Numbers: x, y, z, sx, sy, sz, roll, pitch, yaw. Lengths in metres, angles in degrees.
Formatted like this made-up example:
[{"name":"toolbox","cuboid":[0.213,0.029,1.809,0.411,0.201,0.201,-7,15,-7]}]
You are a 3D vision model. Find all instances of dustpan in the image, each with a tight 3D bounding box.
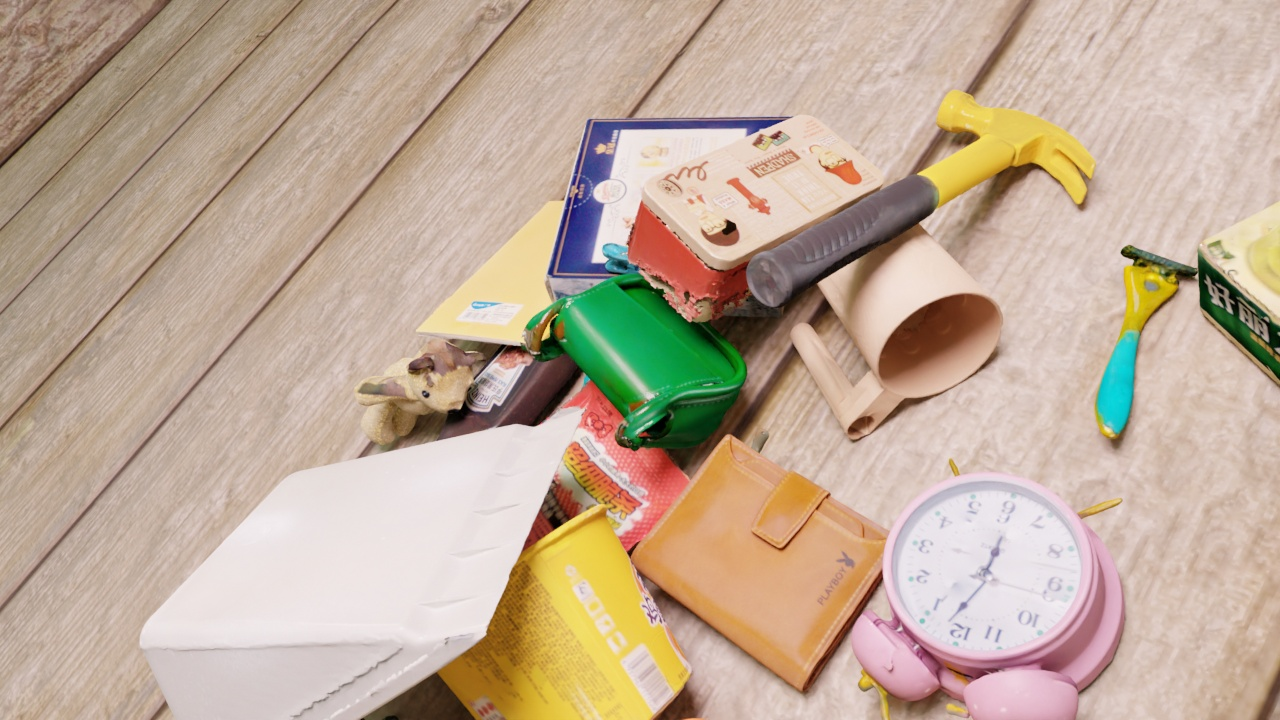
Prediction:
[{"name":"dustpan","cuboid":[-0.158,0.153,0.537,0.258,0.143,0.222,-8,23,13]}]

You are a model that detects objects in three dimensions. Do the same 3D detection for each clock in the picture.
[{"name":"clock","cuboid":[0.174,0.130,0.470,0.117,0.060,0.158,12,65,40]}]

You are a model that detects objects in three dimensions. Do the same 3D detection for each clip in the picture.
[{"name":"clip","cuboid":[-0.002,-0.072,0.671,0.057,0.047,0.014,14,58,12]}]

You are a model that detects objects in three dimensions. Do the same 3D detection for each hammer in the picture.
[{"name":"hammer","cuboid":[0.177,-0.104,0.581,0.299,0.033,0.129,-30,48,-33]}]

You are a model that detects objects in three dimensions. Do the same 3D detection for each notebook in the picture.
[{"name":"notebook","cuboid":[-0.084,-0.083,0.807,0.146,0.010,0.205,7,44,36]}]

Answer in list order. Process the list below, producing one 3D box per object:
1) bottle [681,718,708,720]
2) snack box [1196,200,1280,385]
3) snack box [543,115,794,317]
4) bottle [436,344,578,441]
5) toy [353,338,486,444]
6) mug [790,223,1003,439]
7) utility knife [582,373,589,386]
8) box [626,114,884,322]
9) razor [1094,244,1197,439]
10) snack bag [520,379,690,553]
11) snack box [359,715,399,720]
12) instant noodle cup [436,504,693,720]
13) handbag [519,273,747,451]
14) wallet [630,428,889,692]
[{"name":"bottle","cuboid":[-0.012,0.245,0.505,0.150,0.066,0.066,-27,45,24]},{"name":"snack box","cuboid":[0.389,0.004,0.427,0.114,0.063,0.239,-29,44,9]},{"name":"snack box","cuboid":[0.030,-0.120,0.739,0.183,0.046,0.177,2,56,13]},{"name":"bottle","cuboid":[-0.128,0.052,0.744,0.194,0.044,0.080,-51,37,-10]},{"name":"toy","cuboid":[-0.184,0.030,0.753,0.158,0.105,0.066,-34,74,49]},{"name":"mug","cuboid":[0.158,-0.026,0.603,0.125,0.084,0.103,-52,37,26]},{"name":"utility knife","cuboid":[-0.033,0.061,0.697,0.029,0.013,0.151,-19,50,23]},{"name":"box","cuboid":[0.078,-0.094,0.637,0.168,0.081,0.091,-29,64,-30]},{"name":"razor","cuboid":[0.284,-0.008,0.531,0.043,0.028,0.132,24,65,10]},{"name":"snack bag","cuboid":[-0.072,0.114,0.639,0.208,0.073,0.128,-39,59,-2]},{"name":"snack box","cuboid":[-0.210,0.282,0.569,0.118,0.105,0.117,-43,43,-5]},{"name":"instant noodle cup","cuboid":[-0.044,0.165,0.523,0.138,0.138,0.110,-37,81,2]},{"name":"handbag","cuboid":[-0.004,0.004,0.630,0.131,0.120,0.068,47,131,27]},{"name":"wallet","cuboid":[0.078,0.113,0.558,0.131,0.035,0.119,30,76,30]}]
